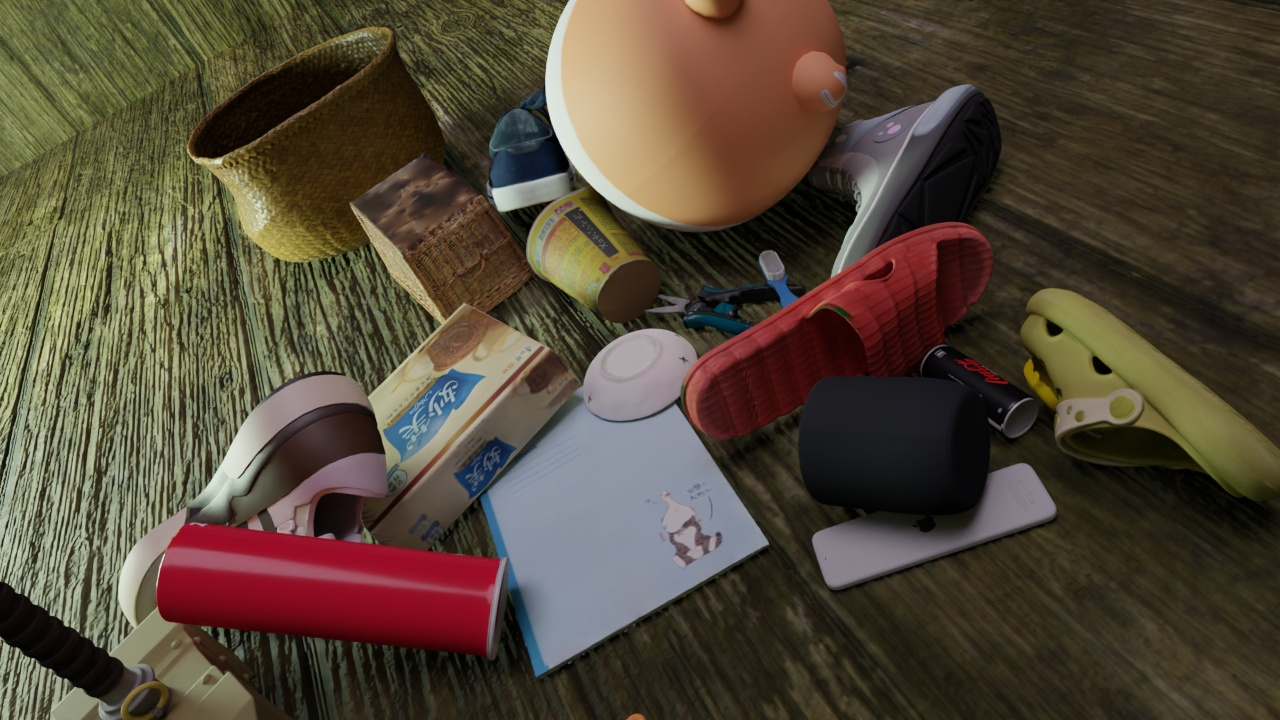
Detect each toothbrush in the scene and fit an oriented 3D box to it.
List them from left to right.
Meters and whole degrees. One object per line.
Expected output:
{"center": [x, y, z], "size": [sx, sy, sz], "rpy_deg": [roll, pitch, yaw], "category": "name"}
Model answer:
{"center": [0.129, -0.035, 0.745], "size": [0.016, 0.014, 0.166], "rpy_deg": [-18, 47, -1], "category": "toothbrush"}

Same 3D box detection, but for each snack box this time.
{"center": [-0.173, 0.054, 0.796], "size": [0.207, 0.055, 0.153], "rpy_deg": [-47, 40, -15], "category": "snack box"}

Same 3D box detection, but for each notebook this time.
{"center": [-0.034, 0.103, 0.710], "size": [0.181, 0.009, 0.253], "rpy_deg": [-30, 38, -3], "category": "notebook"}

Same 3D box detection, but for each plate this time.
{"center": [-0.005, 0.005, 0.776], "size": [0.104, 0.026, 0.104], "rpy_deg": [-15, 39, 13], "category": "plate"}

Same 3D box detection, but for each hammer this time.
{"center": [-0.361, 0.177, 0.568], "size": [0.190, 0.325, 0.100], "rpy_deg": [18, 57, 42], "category": "hammer"}

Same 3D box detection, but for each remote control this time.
{"center": [0.183, 0.105, 0.580], "size": [0.147, 0.008, 0.045], "rpy_deg": [-21, 39, 9], "category": "remote control"}

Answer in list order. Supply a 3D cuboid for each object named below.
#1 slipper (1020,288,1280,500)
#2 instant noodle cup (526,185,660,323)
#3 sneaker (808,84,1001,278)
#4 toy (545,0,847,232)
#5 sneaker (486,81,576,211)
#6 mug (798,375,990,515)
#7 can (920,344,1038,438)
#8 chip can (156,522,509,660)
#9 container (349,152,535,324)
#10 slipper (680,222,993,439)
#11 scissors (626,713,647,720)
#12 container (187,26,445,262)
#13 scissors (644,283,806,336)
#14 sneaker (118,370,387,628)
{"center": [0.292, 0.031, 0.553], "size": [0.082, 0.091, 0.190], "rpy_deg": [-54, 31, 17], "category": "slipper"}
{"center": [-0.039, -0.090, 0.871], "size": [0.100, 0.100, 0.112], "rpy_deg": [-36, 50, -10], "category": "instant noodle cup"}
{"center": [0.192, -0.133, 0.788], "size": [0.161, 0.093, 0.256], "rpy_deg": [7, 51, 47], "category": "sneaker"}
{"center": [0.057, -0.253, 0.816], "size": [0.265, 0.262, 0.281], "rpy_deg": [-57, 18, -9], "category": "toy"}
{"center": [-0.122, -0.237, 0.992], "size": [0.120, 0.127, 0.294], "rpy_deg": [-14, 13, -3], "category": "sneaker"}
{"center": [0.172, 0.050, 0.590], "size": [0.095, 0.085, 0.121], "rpy_deg": [1, 9, 38], "category": "mug"}
{"center": [0.230, 0.020, 0.628], "size": [0.031, 0.031, 0.080], "rpy_deg": [-34, 39, -8], "category": "can"}
{"center": [-0.205, 0.157, 0.628], "size": [0.220, 0.069, 0.069], "rpy_deg": [7, 43, -2], "category": "chip can"}
{"center": [-0.219, -0.132, 0.999], "size": [0.113, 0.113, 0.198], "rpy_deg": [-39, 41, -13], "category": "container"}
{"center": [0.149, -0.008, 0.649], "size": [0.248, 0.103, 0.059], "rpy_deg": [-29, 38, -2], "category": "slipper"}
{"center": [0.019, 0.250, 0.514], "size": [0.131, 0.011, 0.125], "rpy_deg": [-24, 38, 6], "category": "scissors"}
{"center": [-0.410, -0.277, 1.209], "size": [0.307, 0.197, 0.306], "rpy_deg": [-18, 40, 15], "category": "container"}
{"center": [0.078, -0.047, 0.802], "size": [0.119, 0.019, 0.151], "rpy_deg": [-32, 39, -7], "category": "scissors"}
{"center": [-0.291, 0.147, 0.715], "size": [0.294, 0.111, 0.116], "rpy_deg": [-44, 64, 17], "category": "sneaker"}
